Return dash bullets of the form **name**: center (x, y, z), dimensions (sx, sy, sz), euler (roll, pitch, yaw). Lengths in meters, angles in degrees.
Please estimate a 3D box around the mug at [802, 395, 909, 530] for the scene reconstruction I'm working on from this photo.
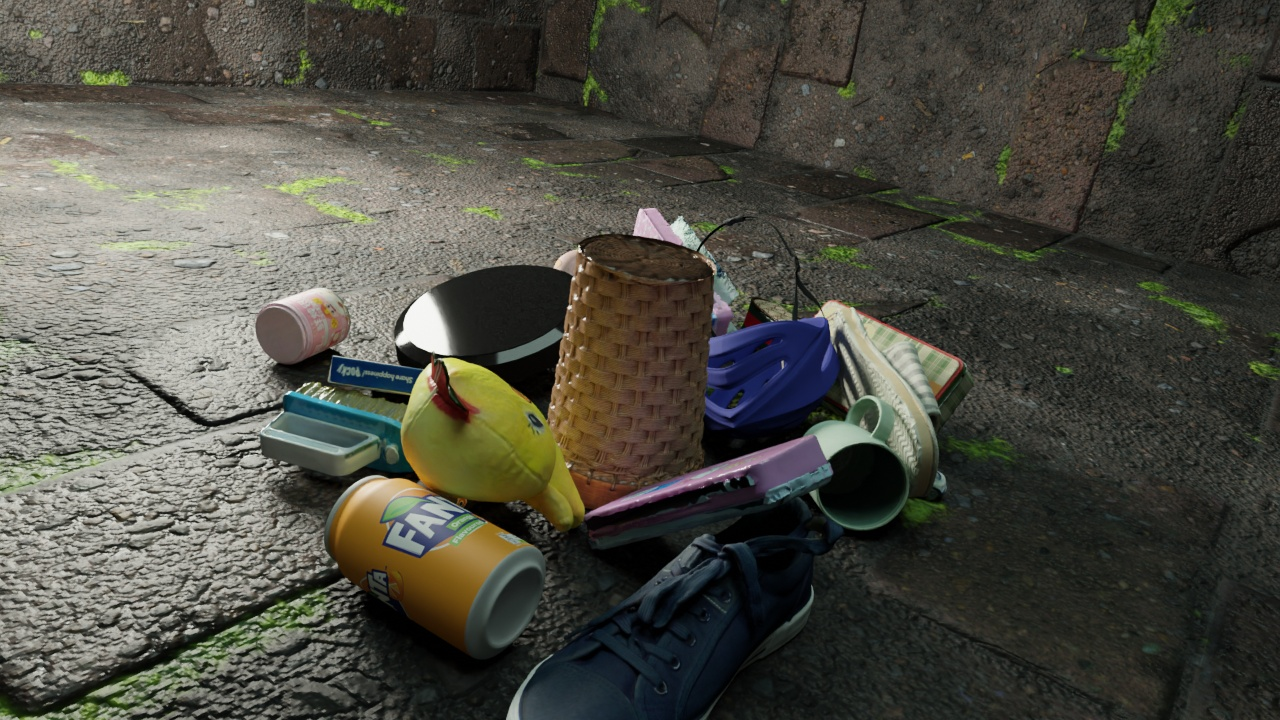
- **mug**: center (0.195, 0.085, 0.841), dimensions (0.084, 0.111, 0.104), euler (24, 10, -9)

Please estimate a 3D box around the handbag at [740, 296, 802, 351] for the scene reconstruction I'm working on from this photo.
- **handbag**: center (0.212, -0.026, 1.202), dimensions (0.138, 0.063, 0.166), euler (9, 20, -28)

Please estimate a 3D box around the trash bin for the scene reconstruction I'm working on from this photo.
- **trash bin**: center (-0.004, 0.010, 0.810), dimensions (0.151, 0.210, 0.151), euler (8, 23, -4)

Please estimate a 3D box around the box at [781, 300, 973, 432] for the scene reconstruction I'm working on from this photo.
- **box**: center (0.258, 0.014, 1.034), dimensions (0.050, 0.117, 0.205), euler (39, -1, -44)

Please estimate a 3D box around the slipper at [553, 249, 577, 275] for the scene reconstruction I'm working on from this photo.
- **slipper**: center (-0.069, -0.117, 1.271), dimensions (0.082, 0.093, 0.196), euler (-1, 7, 34)

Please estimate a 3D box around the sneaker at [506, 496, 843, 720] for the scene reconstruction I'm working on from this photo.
- **sneaker**: center (0.034, 0.157, 0.581), dimensions (0.121, 0.127, 0.293), euler (22, 27, 32)

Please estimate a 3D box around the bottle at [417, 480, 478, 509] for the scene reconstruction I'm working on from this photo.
- **bottle**: center (-0.154, 0.107, 0.740), dimensions (0.036, 0.036, 0.109), euler (25, 26, 34)

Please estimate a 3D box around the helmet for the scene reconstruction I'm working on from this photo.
- **helmet**: center (0.115, -0.034, 0.962), dimensions (0.148, 0.228, 0.240), euler (-16, 8, 29)

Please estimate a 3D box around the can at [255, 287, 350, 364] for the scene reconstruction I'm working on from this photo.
- **can**: center (-0.358, -0.037, 0.974), dimensions (0.067, 0.067, 0.076), euler (16, 22, 15)

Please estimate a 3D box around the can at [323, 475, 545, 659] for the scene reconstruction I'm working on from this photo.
- **can**: center (-0.139, 0.135, 0.619), dimensions (0.142, 0.079, 0.078), euler (21, 25, 27)

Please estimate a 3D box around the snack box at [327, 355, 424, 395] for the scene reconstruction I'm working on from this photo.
- **snack box**: center (-0.232, 0.017, 0.867), dimensions (0.082, 0.026, 0.150), euler (10, -4, -2)

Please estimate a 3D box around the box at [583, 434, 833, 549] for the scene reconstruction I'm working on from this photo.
- **box**: center (0.043, 0.102, 0.674), dimensions (0.076, 0.036, 0.215), euler (-18, -5, -42)

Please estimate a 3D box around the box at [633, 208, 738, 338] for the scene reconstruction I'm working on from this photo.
- **box**: center (0.067, -0.106, 1.204), dimensions (0.076, 0.085, 0.230), euler (-11, 48, -23)

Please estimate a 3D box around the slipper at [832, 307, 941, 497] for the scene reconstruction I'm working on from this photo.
- **slipper**: center (0.242, 0.032, 0.910), dimensions (0.054, 0.115, 0.272), euler (-2, 29, -6)

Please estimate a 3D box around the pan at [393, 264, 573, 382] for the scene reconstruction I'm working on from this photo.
- **pan**: center (-0.101, -0.059, 1.035), dimensions (0.356, 0.034, 0.225), euler (-12, 34, -5)

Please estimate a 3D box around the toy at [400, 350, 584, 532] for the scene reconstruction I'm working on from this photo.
- **toy**: center (-0.107, 0.068, 0.695), dimensions (0.134, 0.092, 0.207), euler (44, 3, 41)

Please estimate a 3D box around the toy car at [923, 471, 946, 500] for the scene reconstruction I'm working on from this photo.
- **toy car**: center (0.260, 0.112, 0.912), dimensions (0.090, 0.027, 0.038), euler (13, 24, 10)

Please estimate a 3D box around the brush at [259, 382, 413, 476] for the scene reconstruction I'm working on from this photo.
- **brush**: center (-0.243, 0.067, 0.779), dimensions (0.136, 0.055, 0.075), euler (13, 32, 9)
